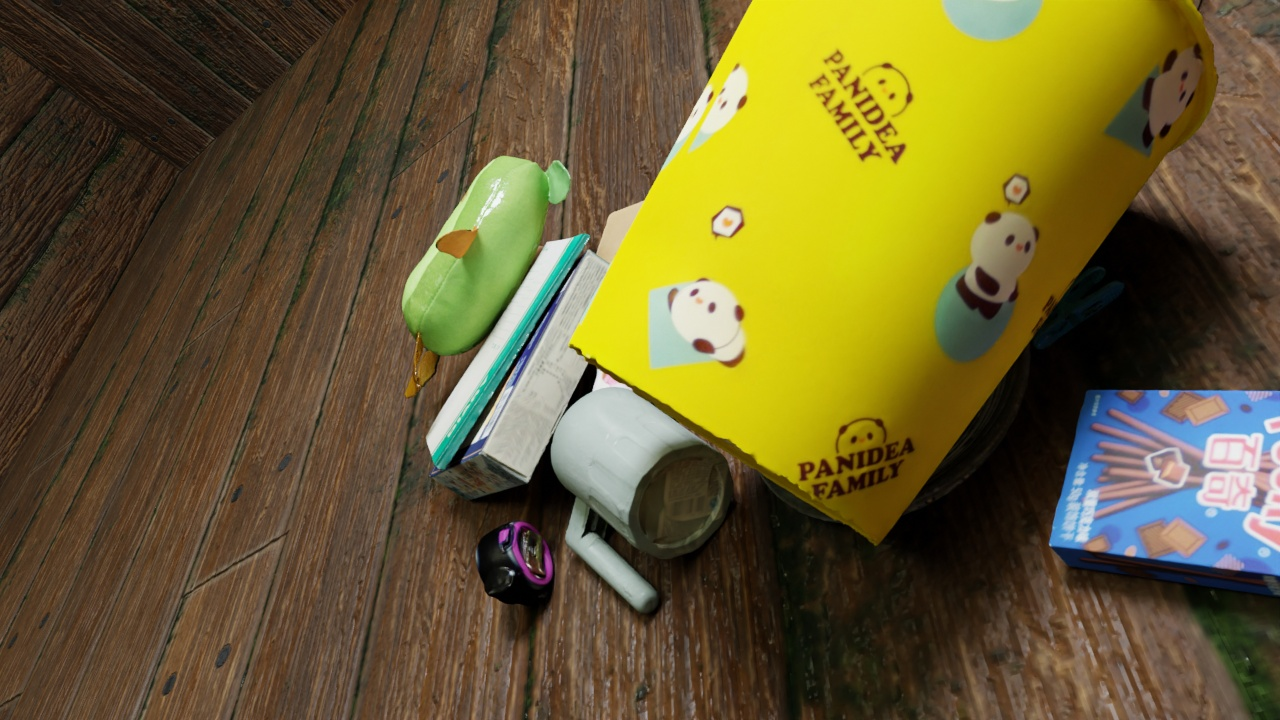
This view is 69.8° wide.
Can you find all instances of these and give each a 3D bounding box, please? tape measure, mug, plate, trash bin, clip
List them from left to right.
[{"bbox_3d":[-0.088,0.145,0.659,0.039,0.057,0.057,-30,53,18],"label":"tape measure"},{"bbox_3d":[-0.005,0.091,0.610,0.103,0.083,0.124,30,108,54],"label":"mug"},{"bbox_3d":[0.107,-0.065,0.466,0.255,0.229,0.230,-57,35,-2],"label":"trash bin"},{"bbox_3d":[0.145,0.020,0.547,0.180,0.024,0.179,-30,37,26],"label":"plate"},{"bbox_3d":[0.234,-0.029,0.502,0.057,0.014,0.043,-37,36,14],"label":"clip"}]

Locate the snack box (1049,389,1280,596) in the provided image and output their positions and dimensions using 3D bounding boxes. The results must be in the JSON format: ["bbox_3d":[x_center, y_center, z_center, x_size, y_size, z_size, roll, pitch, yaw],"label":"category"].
[{"bbox_3d":[0.260,0.054,0.382,0.157,0.026,0.084,-2,56,48],"label":"snack box"}]

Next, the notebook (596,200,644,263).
[{"bbox_3d":[0.028,-0.102,0.805,0.208,0.008,0.147,-13,49,42],"label":"notebook"}]

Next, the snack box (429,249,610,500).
[{"bbox_3d":[-0.094,0.018,0.745,0.183,0.046,0.177,-27,35,64],"label":"snack box"}]

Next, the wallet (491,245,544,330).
[{"bbox_3d":[-0.119,-0.071,0.909,0.101,0.020,0.115,-54,21,-5],"label":"wallet"}]

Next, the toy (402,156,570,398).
[{"bbox_3d":[-0.154,-0.081,0.837,0.246,0.090,0.227,-60,2,-3],"label":"toy"}]

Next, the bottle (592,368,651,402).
[{"bbox_3d":[-0.004,0.004,0.693,0.063,0.063,0.108,2,60,49],"label":"bottle"}]

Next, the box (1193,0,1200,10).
[{"bbox_3d":[0.271,-0.247,0.609,0.169,0.076,0.091,6,61,51],"label":"box"}]

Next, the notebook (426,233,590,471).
[{"bbox_3d":[-0.114,-0.012,0.755,0.209,0.012,0.150,-59,16,-5],"label":"notebook"}]

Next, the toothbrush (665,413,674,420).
[{"bbox_3d":[0.033,0.024,0.675,0.189,0.016,0.014,-49,30,2],"label":"toothbrush"}]
